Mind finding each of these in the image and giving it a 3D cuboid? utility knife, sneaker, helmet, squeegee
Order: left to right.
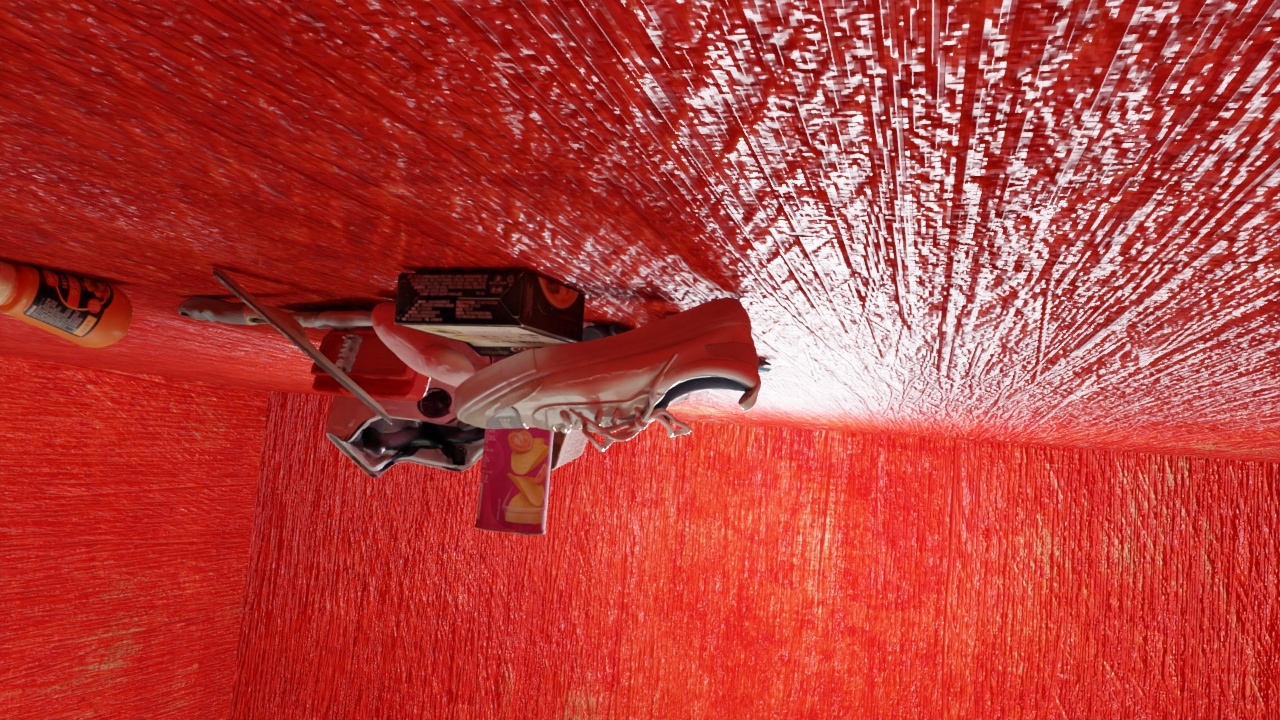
[{"bbox_3d":[-0.389,-0.040,0.918,0.247,0.039,0.246,14,154,35],"label":"squeegee"},{"bbox_3d":[-0.267,0.049,1.179,0.258,0.145,0.229,-8,160,-2],"label":"helmet"},{"bbox_3d":[-0.023,0.029,0.716,0.242,0.090,0.089,-16,162,4],"label":"sneaker"},{"bbox_3d":[0.126,0.012,1.166,0.034,0.018,0.160,8,172,-22],"label":"utility knife"}]

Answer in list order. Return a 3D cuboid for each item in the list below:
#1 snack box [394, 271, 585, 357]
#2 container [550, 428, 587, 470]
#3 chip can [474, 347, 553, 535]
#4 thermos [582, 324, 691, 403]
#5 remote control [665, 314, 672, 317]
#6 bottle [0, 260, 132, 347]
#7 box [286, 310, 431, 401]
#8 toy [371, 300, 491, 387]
[{"bbox_3d":[-0.112,-0.035,0.731,0.113,0.053,0.125,2,175,22],"label":"snack box"},{"bbox_3d":[-0.124,0.094,1.288,0.090,0.090,0.110,21,-171,17],"label":"container"},{"bbox_3d":[-0.117,0.061,0.898,0.071,0.210,0.071,5,175,0],"label":"chip can"},{"bbox_3d":[-0.006,0.006,0.991,0.070,0.070,0.220,2,173,25],"label":"thermos"},{"bbox_3d":[0.025,-0.008,0.866,0.020,0.056,0.136,3,175,-2],"label":"remote control"},{"bbox_3d":[-0.560,-0.059,0.861,0.067,0.066,0.149,2,166,28],"label":"bottle"},{"bbox_3d":[-0.309,-0.015,0.961,0.202,0.095,0.101,1,163,43],"label":"box"},{"bbox_3d":[-0.181,-0.008,0.841,0.121,0.054,0.159,25,-175,-41],"label":"toy"}]
